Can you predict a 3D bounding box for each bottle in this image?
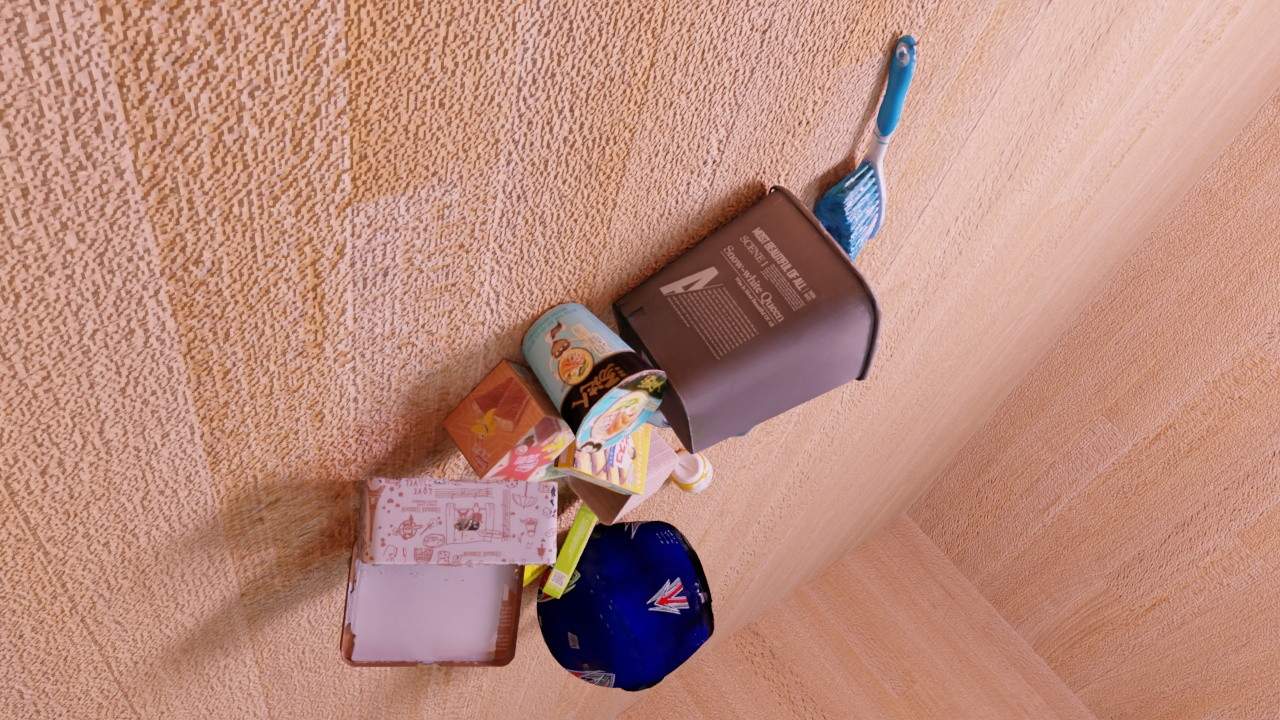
[{"bbox_3d":[0.083,0.179,1.446,0.063,0.063,0.108,-40,156,-1],"label":"bottle"}]

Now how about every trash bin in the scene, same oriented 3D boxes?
[{"bbox_3d":[0.106,-0.033,0.977,0.219,0.199,0.199,-29,153,-9],"label":"trash bin"}]

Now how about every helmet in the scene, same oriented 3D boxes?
[{"bbox_3d":[-0.039,0.372,1.404,0.240,0.247,0.316,-16,173,-15],"label":"helmet"}]

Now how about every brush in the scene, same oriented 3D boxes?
[{"bbox_3d":[0.253,-0.218,1.033,0.109,0.060,0.315,-42,154,-11],"label":"brush"}]

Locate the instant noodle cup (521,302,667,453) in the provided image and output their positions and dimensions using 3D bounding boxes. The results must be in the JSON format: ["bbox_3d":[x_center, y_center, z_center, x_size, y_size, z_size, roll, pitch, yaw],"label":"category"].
[{"bbox_3d":[-0.053,0.010,0.889,0.111,0.120,0.111,-34,155,-18],"label":"instant noodle cup"}]

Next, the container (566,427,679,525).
[{"bbox_3d":[-0.019,0.142,1.199,0.110,0.090,0.090,-22,151,-49],"label":"container"}]

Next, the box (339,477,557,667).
[{"bbox_3d":[-0.182,0.205,0.872,0.180,0.217,0.158,7,179,-20],"label":"box"}]

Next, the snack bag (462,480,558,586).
[{"bbox_3d":[-0.177,0.252,1.189,0.157,0.068,0.247,-31,156,-19],"label":"snack bag"}]

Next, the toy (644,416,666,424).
[{"bbox_3d":[0.038,0.054,1.194,0.107,0.039,0.084,-1,130,-49],"label":"toy"}]

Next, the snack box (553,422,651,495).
[{"bbox_3d":[-0.041,0.100,1.069,0.034,0.086,0.140,-5,158,34],"label":"snack box"}]

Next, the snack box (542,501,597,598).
[{"bbox_3d":[-0.086,0.243,1.253,0.086,0.026,0.156,83,32,-84],"label":"snack box"}]

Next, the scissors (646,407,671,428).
[{"bbox_3d":[0.020,0.059,1.142,0.179,0.019,0.161,-41,128,10],"label":"scissors"}]

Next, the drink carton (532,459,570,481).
[{"bbox_3d":[-0.095,0.105,1.072,0.122,0.053,0.046,-2,134,-55],"label":"drink carton"}]

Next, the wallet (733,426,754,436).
[{"bbox_3d":[0.188,0.083,1.493,0.121,0.019,0.097,-47,156,18],"label":"wallet"}]

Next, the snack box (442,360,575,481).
[{"bbox_3d":[-0.125,0.065,0.928,0.094,0.077,0.092,-45,156,11],"label":"snack box"}]

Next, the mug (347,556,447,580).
[{"bbox_3d":[-0.239,0.213,0.994,0.106,0.082,0.112,-44,133,-2],"label":"mug"}]
